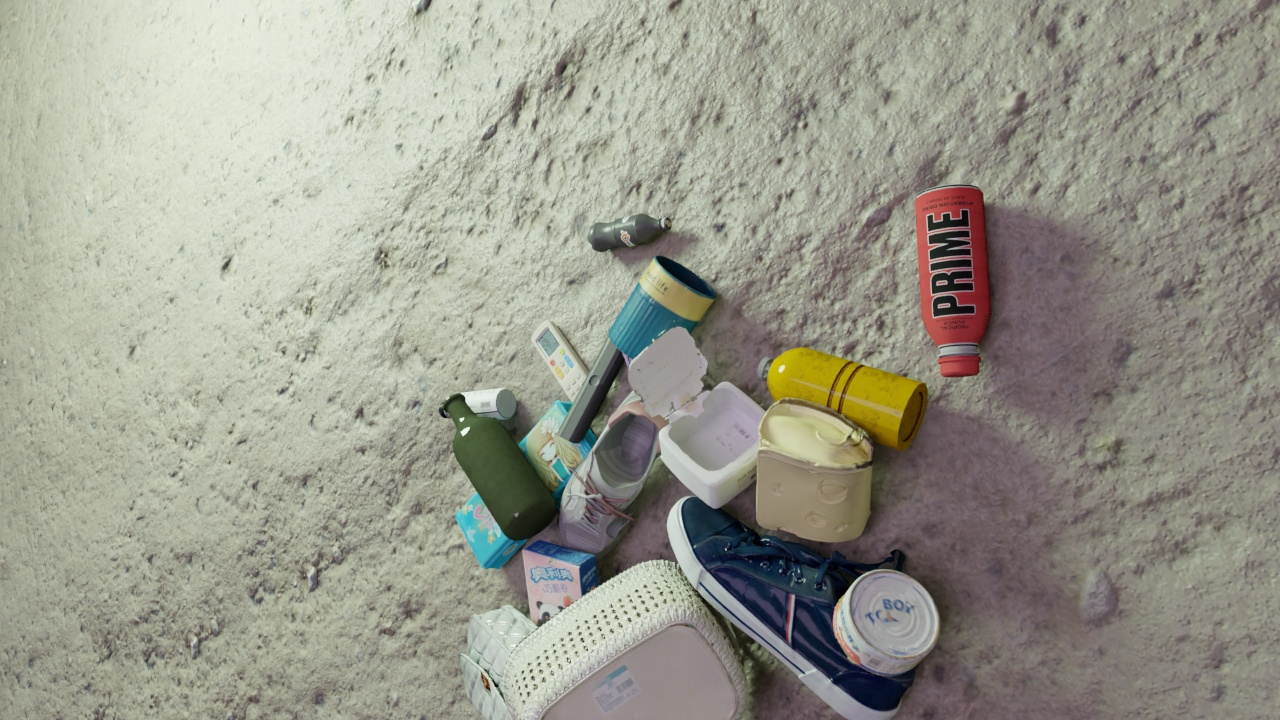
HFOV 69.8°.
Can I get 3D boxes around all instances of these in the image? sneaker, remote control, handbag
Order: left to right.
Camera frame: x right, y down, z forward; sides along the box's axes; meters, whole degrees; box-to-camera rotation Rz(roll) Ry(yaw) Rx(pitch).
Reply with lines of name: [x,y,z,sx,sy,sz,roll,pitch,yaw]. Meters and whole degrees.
handbag: [-0.153,0.378,1.071,0.195,0.072,0.139,8,101,61]
remote control: [-0.096,0.003,1.152,0.038,0.018,0.125,-47,61,21]
remote control: [-0.054,0.030,1.100,0.033,0.015,0.146,24,83,28]
sneaker: [-0.037,0.140,1.036,0.099,0.089,0.236,29,106,11]
sneaker: [0.155,0.210,0.907,0.294,0.120,0.127,38,119,28]
handbag: [0.168,0.109,0.888,0.111,0.081,0.119,16,134,26]

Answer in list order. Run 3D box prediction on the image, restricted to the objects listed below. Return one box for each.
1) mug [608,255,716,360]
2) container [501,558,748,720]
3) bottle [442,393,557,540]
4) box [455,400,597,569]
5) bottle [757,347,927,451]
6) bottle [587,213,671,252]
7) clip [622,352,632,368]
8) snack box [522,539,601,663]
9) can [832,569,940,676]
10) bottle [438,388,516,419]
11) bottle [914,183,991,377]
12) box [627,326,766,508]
mug: [0.020,-0.060,1.050,0.107,0.083,0.113,-58,30,19]
container: [-0.011,0.327,0.920,0.251,0.143,0.185,-33,94,-7]
bottle: [-0.181,0.122,1.120,0.072,0.071,0.206,-51,58,19]
box: [-0.141,0.159,1.156,0.227,0.039,0.094,-48,60,19]
bottle: [0.194,0.031,0.916,0.164,0.071,0.071,19,96,33]
bottle: [-0.013,-0.155,1.099,0.110,0.036,0.036,-6,81,34]
clip: [-0.005,0.007,1.088,0.013,0.033,0.051,-24,79,32]
snack box: [-0.089,0.292,1.075,0.088,0.033,0.154,8,111,34]
can: [0.219,0.232,0.816,0.086,0.086,0.043,52,153,27]
bottle: [-0.220,0.061,1.216,0.116,0.041,0.041,-7,81,34]
bottle: [0.295,-0.072,0.864,0.062,0.062,0.176,-6,82,34]
box: [0.061,0.058,0.968,0.111,0.101,0.189,-38,78,-19]
